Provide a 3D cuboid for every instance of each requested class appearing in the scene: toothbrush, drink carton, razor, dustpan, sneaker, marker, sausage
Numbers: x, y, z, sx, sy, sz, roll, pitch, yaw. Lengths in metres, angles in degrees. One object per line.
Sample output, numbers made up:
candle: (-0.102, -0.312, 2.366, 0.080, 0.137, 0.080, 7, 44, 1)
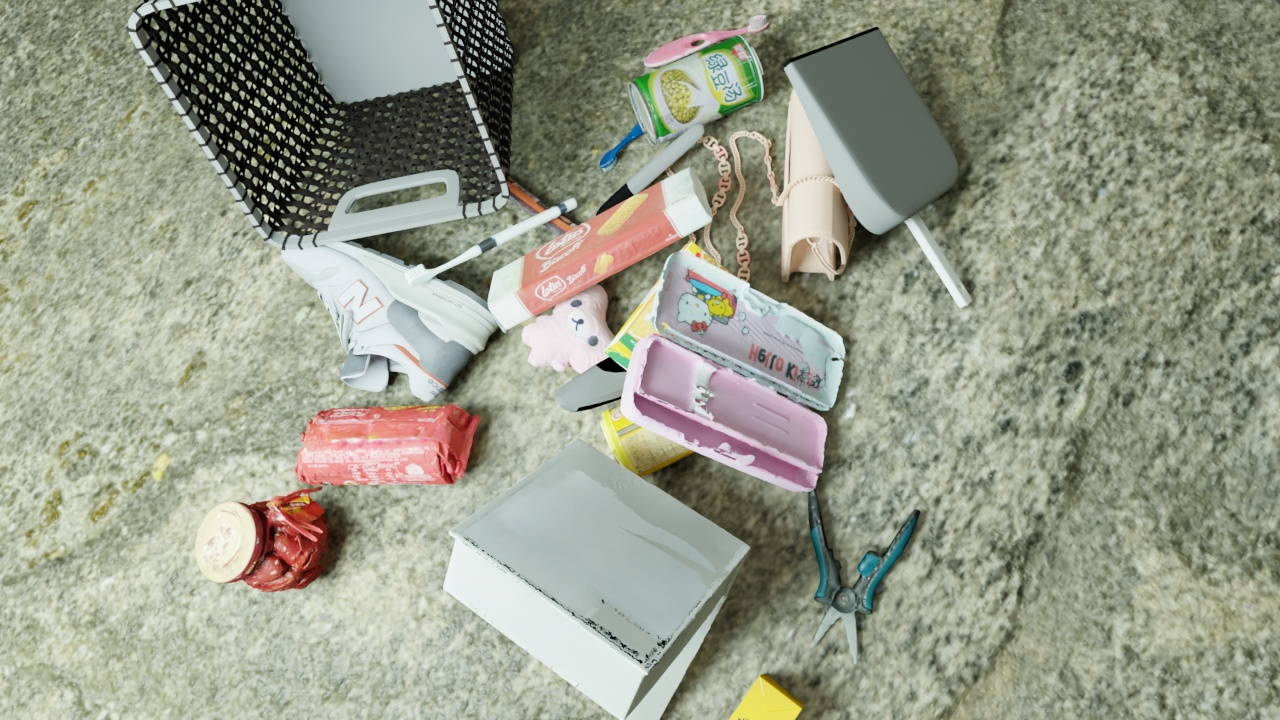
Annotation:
toothbrush: (0.068, -0.331, 0.951, 0.135, 0.016, 0.021, -17, 71, 6)
drink carton: (0.031, -0.039, 0.792, 0.058, 0.041, 0.122, 38, 74, -7)
toothbrush: (-0.142, -0.117, 0.885, 0.186, 0.012, 0.017, -30, 64, -21)
razor: (-0.005, 0.005, 0.826, 0.156, 0.060, 0.057, -35, 40, -16)
dustpan: (0.230, -0.163, 0.810, 0.162, 0.033, 0.257, -34, 92, -42)
sneaker: (-0.264, -0.036, 0.893, 0.240, 0.089, 0.124, 18, 75, 13)
marker: (0.010, -0.182, 0.903, 0.139, 0.016, 0.022, -38, 93, 16)
toothbrush: (0.005, -0.244, 0.940, 0.021, 0.017, 0.135, 39, 82, 16)
drink carton: (0.078, 0.314, 0.732, 0.040, 0.058, 0.122, 34, 83, 19)
sausage: (-0.100, -0.150, 0.930, 0.155, 0.020, 0.020, 37, 83, 19)

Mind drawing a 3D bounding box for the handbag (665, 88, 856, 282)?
handbag: (0.100, -0.147, 0.835, 0.187, 0.116, 0.198, 0, 74, 12)

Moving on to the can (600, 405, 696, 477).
can: (0.023, 0.057, 0.816, 0.105, 0.068, 0.067, -25, 70, 2)

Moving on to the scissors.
scissors: (0.171, 0.169, 0.777, 0.118, 0.019, 0.148, 37, 86, 19)

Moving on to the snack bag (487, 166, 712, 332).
snack bag: (-0.041, -0.104, 0.855, 0.225, 0.041, 0.077, -25, 31, 13)

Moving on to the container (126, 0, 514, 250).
container: (-0.260, -0.290, 0.855, 0.247, 0.246, 0.243, -9, 46, 9)

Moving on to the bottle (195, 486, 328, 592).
bottle: (-0.331, 0.163, 0.836, 0.099, 0.111, 0.098, -7, 73, 22)

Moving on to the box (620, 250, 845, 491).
box: (0.083, 0.014, 0.772, 0.201, 0.041, 0.153, 26, 65, -26)

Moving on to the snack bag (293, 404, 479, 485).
snack bag: (-0.242, 0.080, 0.857, 0.176, 0.082, 0.082, -3, 73, 11)

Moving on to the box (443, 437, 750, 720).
box: (-0.018, 0.211, 0.799, 0.167, 0.447, 0.164, 31, 72, 18)

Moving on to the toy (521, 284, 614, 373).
toy: (-0.063, -0.022, 0.861, 0.095, 0.053, 0.099, -13, 70, -21)

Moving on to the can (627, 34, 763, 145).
can: (0.055, -0.265, 0.900, 0.121, 0.067, 0.067, -24, 70, -3)
